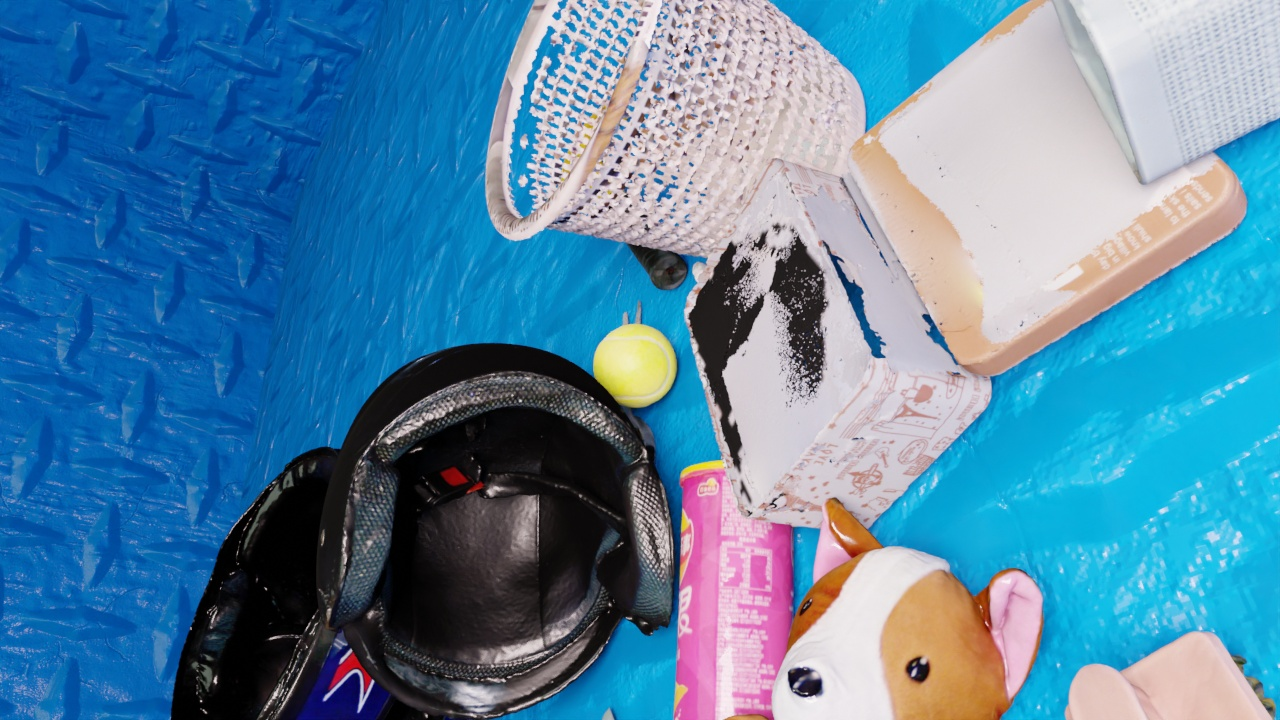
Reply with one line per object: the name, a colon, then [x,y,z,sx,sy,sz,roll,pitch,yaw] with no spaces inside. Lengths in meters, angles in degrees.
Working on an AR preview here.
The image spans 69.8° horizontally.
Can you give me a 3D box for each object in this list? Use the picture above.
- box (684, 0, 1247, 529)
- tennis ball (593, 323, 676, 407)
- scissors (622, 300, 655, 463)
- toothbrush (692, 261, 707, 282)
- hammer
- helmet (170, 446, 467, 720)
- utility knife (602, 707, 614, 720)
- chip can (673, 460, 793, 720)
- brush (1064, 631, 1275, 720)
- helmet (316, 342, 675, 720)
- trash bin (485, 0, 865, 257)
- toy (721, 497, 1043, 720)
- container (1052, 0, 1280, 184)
box: [0.138,-0.051,0.477,0.261,0.105,0.178,-57,32,38]
tennis ball: [-0.004,0.004,0.715,0.066,0.065,0.065,-36,46,49]
scissors: [-0.006,0.033,0.764,0.156,0.014,0.168,37,107,61]
toothbrush: [0.067,-0.013,0.651,0.016,0.018,0.180,-52,37,30]
hammer: [-0.021,-0.147,0.858,0.129,0.032,0.300,-63,30,22]
helmet: [-0.240,0.241,0.819,0.248,0.240,0.314,-20,46,32]
utility knife: [-0.005,0.303,0.619,0.029,0.013,0.151,-65,30,22]
chip can: [0.053,0.168,0.525,0.072,0.071,0.210,-26,54,54]
brush: [0.191,0.163,0.283,0.063,0.073,0.145,-52,37,33]
helmet: [-0.107,0.116,0.663,0.230,0.233,0.275,-113,33,-60]
trash bin: [0.030,-0.160,0.605,0.228,0.192,0.227,-37,45,48]
toy: [0.093,0.169,0.410,0.140,0.130,0.199,22,85,43]
container: [0.222,-0.142,0.342,0.112,0.090,0.089,-24,51,26]
